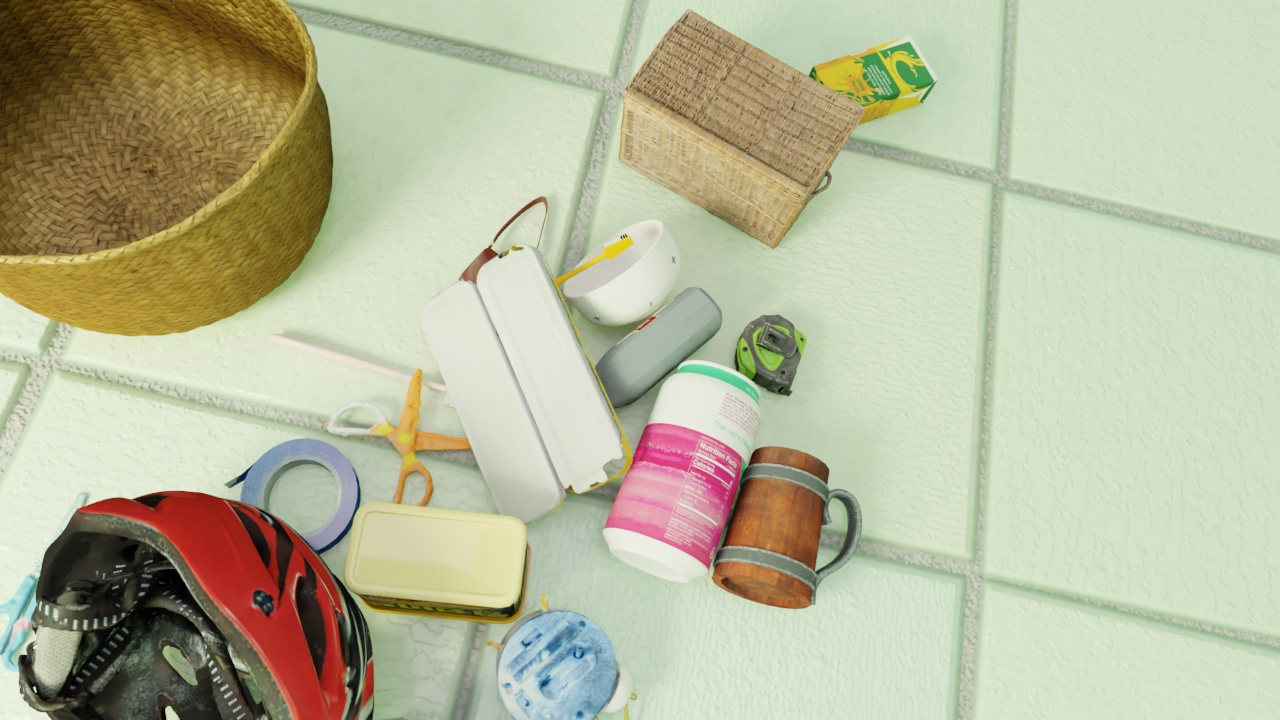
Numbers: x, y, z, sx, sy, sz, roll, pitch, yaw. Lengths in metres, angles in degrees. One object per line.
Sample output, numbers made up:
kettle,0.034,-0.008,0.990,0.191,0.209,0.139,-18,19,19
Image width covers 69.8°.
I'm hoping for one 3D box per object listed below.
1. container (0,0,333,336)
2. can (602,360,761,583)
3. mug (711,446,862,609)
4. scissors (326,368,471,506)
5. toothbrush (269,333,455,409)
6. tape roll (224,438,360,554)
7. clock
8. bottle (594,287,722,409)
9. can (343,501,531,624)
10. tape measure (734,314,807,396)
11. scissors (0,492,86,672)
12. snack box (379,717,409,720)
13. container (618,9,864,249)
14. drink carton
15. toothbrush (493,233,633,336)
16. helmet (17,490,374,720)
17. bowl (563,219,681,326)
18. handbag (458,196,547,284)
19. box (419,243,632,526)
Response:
container,-0.407,-0.168,0.729,0.307,0.197,0.306,3,68,-7
can,0.037,0.089,0.743,0.088,0.088,0.165,22,69,2
mug,0.125,0.141,0.747,0.117,0.082,0.111,26,64,-16
scissors,-0.198,0.066,0.759,0.128,0.011,0.125,9,75,-5
toothbrush,-0.230,0.009,0.781,0.181,0.016,0.018,18,74,-1
tape roll,-0.272,0.110,0.737,0.091,0.016,0.093,-35,77,-17
clock,-0.057,0.243,0.690,0.088,0.052,0.125,-37,93,-18
bottle,-0.005,0.005,0.778,0.161,0.072,0.046,-39,84,-18
can,-0.149,0.153,0.691,0.131,0.101,0.072,7,69,-4
tape measure,0.116,-0.009,0.817,0.058,0.036,0.065,19,69,1
scissors,-0.457,0.165,0.701,0.056,0.015,0.136,15,63,-3
snack box,-0.147,0.303,0.640,0.095,0.093,0.079,19,69,0
container,0.085,-0.207,0.845,0.198,0.113,0.113,32,69,5
drink carton,0.228,-0.277,0.926,0.122,0.041,0.058,-21,74,-14
toothbrush,-0.093,-0.054,0.781,0.197,0.031,0.030,-29,41,7
helmet,-0.281,0.201,0.606,0.272,0.166,0.218,37,114,21
bowl,-0.010,-0.070,0.796,0.104,0.105,0.054,-45,117,-19
handbag,-0.114,-0.103,0.833,0.055,0.029,0.119,26,63,0
box,-0.098,0.020,0.742,0.127,0.023,0.209,-28,78,15
